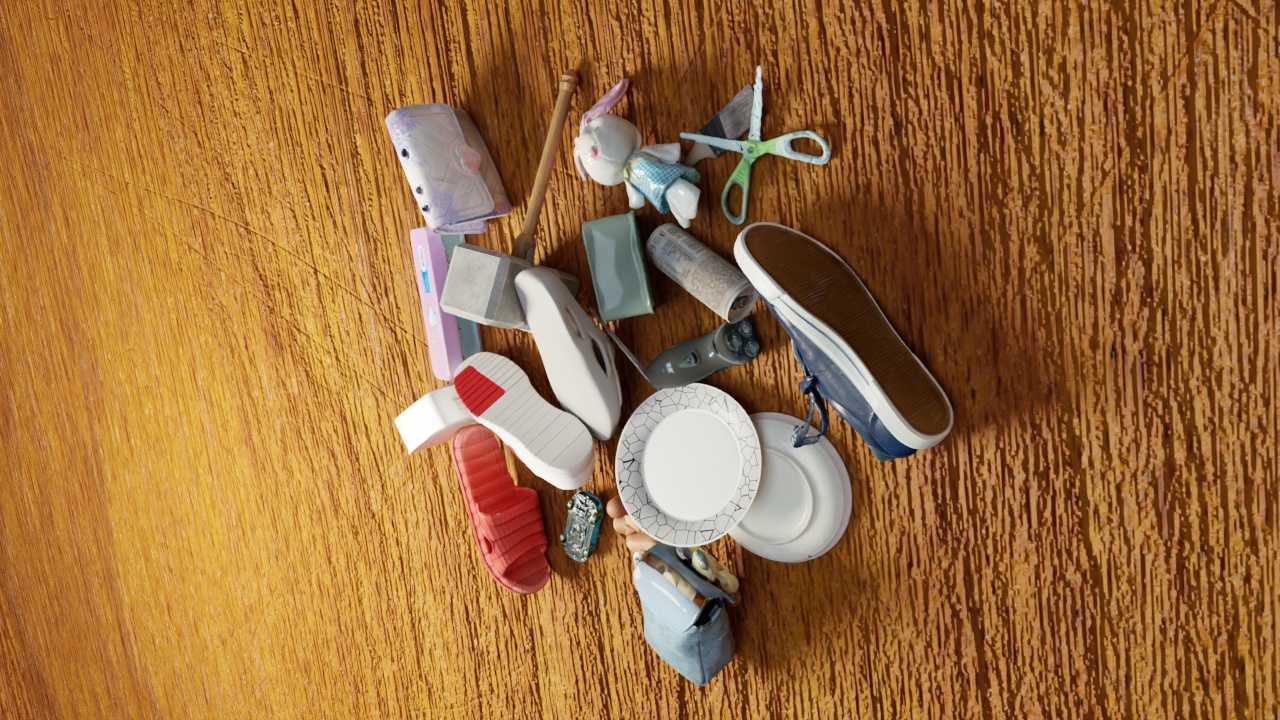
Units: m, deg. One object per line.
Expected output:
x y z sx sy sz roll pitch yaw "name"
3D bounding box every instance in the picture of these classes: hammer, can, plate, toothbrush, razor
-0.124 -0.195 1.106 0.083 0.162 0.317 17 94 28 "hammer"
0.067 -0.100 1.030 0.135 0.054 0.054 40 120 28 "can"
0.151 0.152 1.059 0.183 0.034 0.182 8 105 31 "plate"
0.056 0.121 1.071 0.189 0.016 0.188 -6 77 30 "plate"
-0.006 0.006 1.095 0.010 0.010 0.181 -29 110 34 "toothbrush"
0.068 -0.004 1.052 0.141 0.063 0.053 -23 81 23 "razor"

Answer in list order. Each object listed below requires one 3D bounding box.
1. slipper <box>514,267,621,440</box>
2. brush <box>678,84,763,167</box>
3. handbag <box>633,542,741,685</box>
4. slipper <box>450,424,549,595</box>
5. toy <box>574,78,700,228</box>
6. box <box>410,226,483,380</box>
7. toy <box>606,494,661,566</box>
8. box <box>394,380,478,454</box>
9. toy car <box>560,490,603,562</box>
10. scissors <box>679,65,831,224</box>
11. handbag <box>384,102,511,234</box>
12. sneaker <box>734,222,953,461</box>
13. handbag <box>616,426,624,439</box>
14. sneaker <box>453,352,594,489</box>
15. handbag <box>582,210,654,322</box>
-0.068 -0.017 1.100 0.113 0.080 0.266 24 147 39 "slipper"
0.078 -0.244 1.024 0.152 0.012 0.039 -37 81 34 "brush"
0.066 0.295 1.099 0.122 0.118 0.192 32 148 37 "handbag"
-0.181 0.200 1.241 0.059 0.103 0.249 -20 94 38 "slipper"
-0.015 -0.215 1.025 0.205 0.105 0.131 46 125 24 "toy"
-0.270 -0.079 1.265 0.078 0.065 0.214 2 103 47 "box"
0.008 0.224 1.152 0.095 0.065 0.128 -6 103 31 "toy"
-0.280 0.062 1.272 0.103 0.107 0.091 -33 79 33 "box"
-0.076 0.219 1.221 0.048 0.032 0.105 26 119 25 "toy car"
0.121 -0.229 0.990 0.172 0.021 0.172 19 121 25 "scissors"
-0.242 -0.241 1.160 0.069 0.126 0.158 -25 86 32 "handbag"
0.187 -0.010 0.970 0.294 0.120 0.128 52 145 8 "sneaker"
0.014 0.121 1.147 0.119 0.029 0.055 40 118 24 "handbag"
-0.152 0.088 1.209 0.237 0.090 0.104 34 153 26 "sneaker"
-0.025 -0.107 1.068 0.067 0.106 0.122 -11 96 6 "handbag"
